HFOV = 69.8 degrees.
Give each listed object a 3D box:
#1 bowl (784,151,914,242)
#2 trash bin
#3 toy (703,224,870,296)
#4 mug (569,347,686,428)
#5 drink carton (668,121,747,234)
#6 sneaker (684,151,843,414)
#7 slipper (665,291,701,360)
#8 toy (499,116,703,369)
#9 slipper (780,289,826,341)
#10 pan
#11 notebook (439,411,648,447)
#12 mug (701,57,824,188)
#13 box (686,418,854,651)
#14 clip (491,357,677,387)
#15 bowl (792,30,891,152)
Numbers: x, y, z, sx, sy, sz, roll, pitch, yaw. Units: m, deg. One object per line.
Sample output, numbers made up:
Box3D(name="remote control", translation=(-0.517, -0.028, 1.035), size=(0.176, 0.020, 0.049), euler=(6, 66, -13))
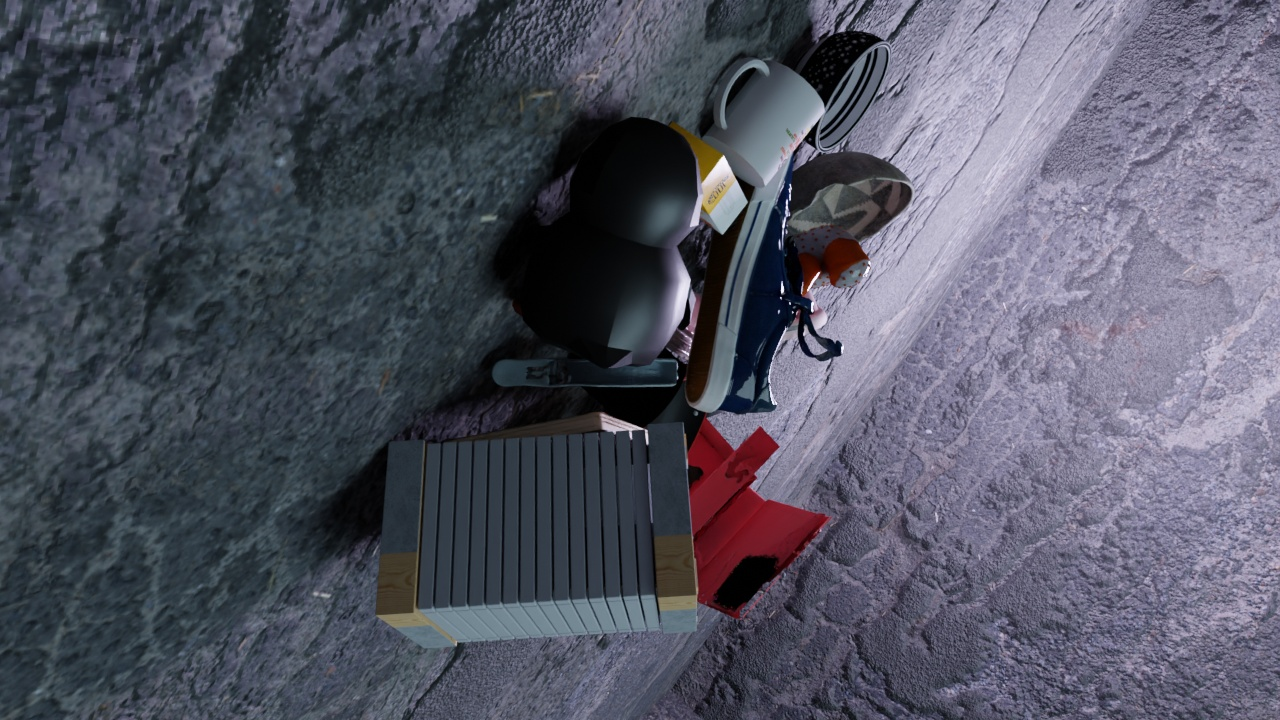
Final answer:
Box3D(name="bowl", translation=(0.227, -0.197, 1.094), size=(0.178, 0.081, 0.179), euler=(-14, 160, -5))
Box3D(name="trash bin", translation=(-0.079, 0.155, 0.790), size=(0.247, 0.142, 0.143), euler=(-4, 153, 1))
Box3D(name="toy", translation=(0.164, -0.095, 1.045), size=(0.172, 0.093, 0.163), euler=(-14, -171, 1))
Box3D(name="mug", translation=(-0.006, 0.006, 0.955), size=(0.121, 0.094, 0.085), euler=(-23, 146, -53))
Box3D(name="drink carton", translation=(0.055, -0.164, 0.845), size=(0.040, 0.058, 0.122), euler=(-52, 160, 2))
Box3D(name="sneaker", translation=(0.137, -0.084, 0.935), size=(0.121, 0.127, 0.294), euler=(-172, -88, -74))
Box3D(name="slipper", translation=(0.072, -0.036, 1.057), size=(0.064, 0.094, 0.239), euler=(-51, 155, 10))
Box3D(name="toy", translation=(-0.013, -0.093, 0.709), size=(0.140, 0.159, 0.184), euler=(-119, -134, -66))
Box3D(name="slipper", translation=(0.175, -0.068, 1.161), size=(0.221, 0.107, 0.056), euler=(-77, 156, -73))
Box3D(name="pan", translation=(0.056, 0.073, 1.155), size=(0.355, 0.067, 0.209), euler=(-33, 146, -50))
Box3D(name="notebook", translation=(-0.078, 0.086, 0.898), size=(0.168, 0.024, 0.225), euler=(-11, 167, 15))
Box3D(name="mug", translation=(0.106, -0.227, 0.845), size=(0.089, 0.073, 0.105), euler=(-51, 134, 0))
Box3D(name="box", translation=(0.121, 0.249, 1.329), size=(0.210, 0.318, 0.121), euler=(-40, 157, -27))
Box3D(name="clip", translation=(-0.037, 0.010, 0.786), size=(0.173, 0.030, 0.159), euler=(-1, 178, -18))
Box3D(name="bowl", translation=(0.189, -0.279, 0.924), size=(0.120, 0.066, 0.120), euler=(-43, 158, -22))
